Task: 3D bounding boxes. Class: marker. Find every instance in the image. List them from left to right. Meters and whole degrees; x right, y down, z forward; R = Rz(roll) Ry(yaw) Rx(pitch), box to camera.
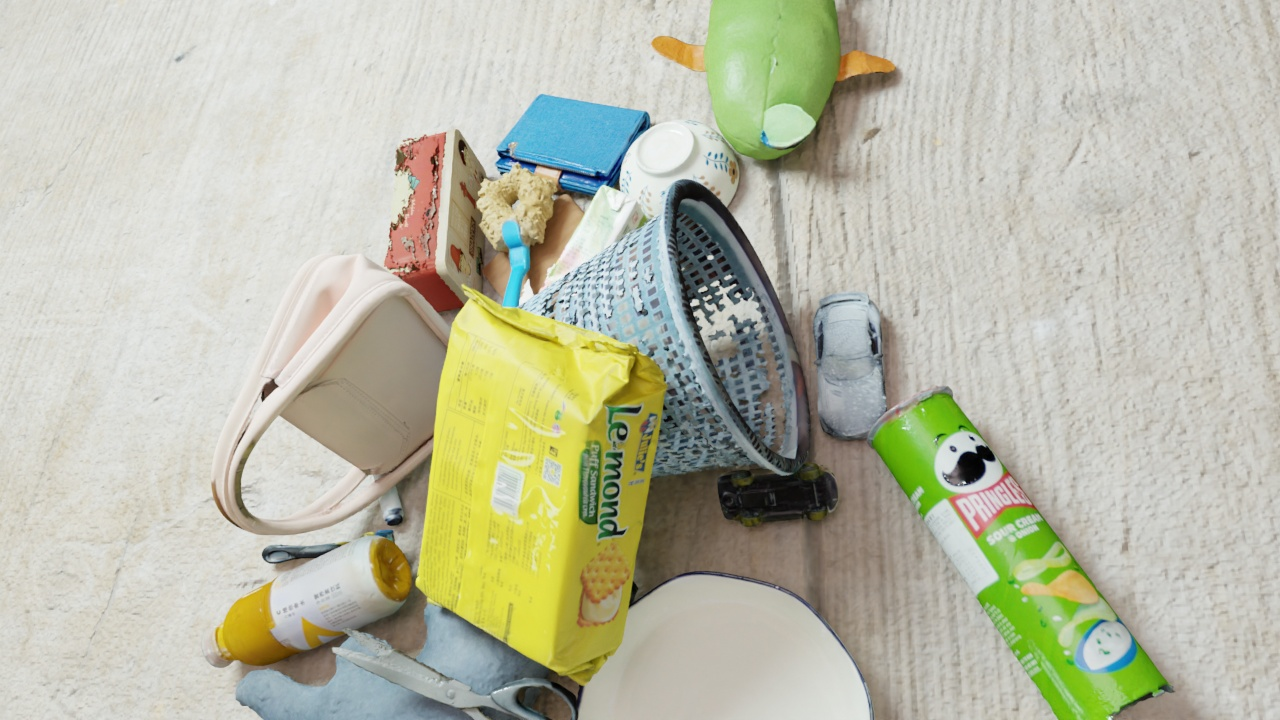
[{"bbox_3d":[-0.238,0.092,0.843,0.022,0.018,0.130,-24,59,-3],"label":"marker"}]

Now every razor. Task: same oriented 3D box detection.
[{"bbox_3d":[-0.275,0.171,0.817,0.143,0.022,0.043,-6,99,18],"label":"razor"}]

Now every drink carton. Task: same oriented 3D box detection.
[{"bbox_3d":[-0.043,-0.090,0.816,0.045,0.053,0.122,27,85,19],"label":"drink carton"}]

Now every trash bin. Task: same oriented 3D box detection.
[{"bbox_3d":[-0.004,0.004,0.703,0.195,0.226,0.226,-21,59,24],"label":"trash bin"}]

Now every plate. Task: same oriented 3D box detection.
[{"bbox_3d":[0.056,0.251,0.633,0.205,0.045,0.204,-7,69,17],"label":"plate"}]

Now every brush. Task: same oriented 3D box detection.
[{"bbox_3d":[-0.118,-0.075,0.838,0.083,0.046,0.254,-10,61,18],"label":"brush"}]

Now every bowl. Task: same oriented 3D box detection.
[{"bbox_3d":[0.030,-0.179,0.848,0.114,0.062,0.113,-8,65,17],"label":"bowl"}]

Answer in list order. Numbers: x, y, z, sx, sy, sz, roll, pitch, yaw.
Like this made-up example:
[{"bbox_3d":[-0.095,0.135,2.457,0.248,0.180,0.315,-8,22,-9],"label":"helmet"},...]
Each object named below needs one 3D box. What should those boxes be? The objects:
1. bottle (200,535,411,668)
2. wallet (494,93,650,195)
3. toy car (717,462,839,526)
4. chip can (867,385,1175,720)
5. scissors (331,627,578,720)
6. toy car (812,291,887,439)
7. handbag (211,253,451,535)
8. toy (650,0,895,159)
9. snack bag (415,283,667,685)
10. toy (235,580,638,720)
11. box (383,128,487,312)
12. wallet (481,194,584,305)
[{"bbox_3d":[-0.284,0.209,0.771,0.190,0.068,0.068,-26,59,14],"label":"bottle"},{"bbox_3d":[-0.068,-0.216,0.916,0.133,0.040,0.106,17,64,26],"label":"wallet"},{"bbox_3d":[0.105,0.099,0.699,0.090,0.042,0.035,-7,19,18],"label":"toy car"},{"bbox_3d":[0.245,0.130,0.616,0.072,0.072,0.236,-31,60,4],"label":"chip can"},{"bbox_3d":[-0.124,0.224,0.636,0.145,0.014,0.172,-28,86,-5],"label":"scissors"},{"bbox_3d":[0.165,0.003,0.727,0.054,0.037,0.120,-6,67,17],"label":"toy car"},{"bbox_3d":[-0.251,0.046,0.762,0.093,0.193,0.233,27,73,31],"label":"handbag"},{"bbox_3d":[0.123,-0.292,0.852,0.227,0.090,0.246,6,71,10],"label":"toy"},{"bbox_3d":[-0.075,0.086,0.614,0.158,0.068,0.247,20,110,30],"label":"snack bag"},{"bbox_3d":[-0.162,0.255,0.697,0.357,0.091,0.137,-21,51,11],"label":"toy"},{"bbox_3d":[-0.204,-0.134,0.895,0.079,0.091,0.168,-9,63,12],"label":"box"},{"bbox_3d":[-0.085,-0.092,0.874,0.115,0.020,0.101,-41,60,1],"label":"wallet"}]
